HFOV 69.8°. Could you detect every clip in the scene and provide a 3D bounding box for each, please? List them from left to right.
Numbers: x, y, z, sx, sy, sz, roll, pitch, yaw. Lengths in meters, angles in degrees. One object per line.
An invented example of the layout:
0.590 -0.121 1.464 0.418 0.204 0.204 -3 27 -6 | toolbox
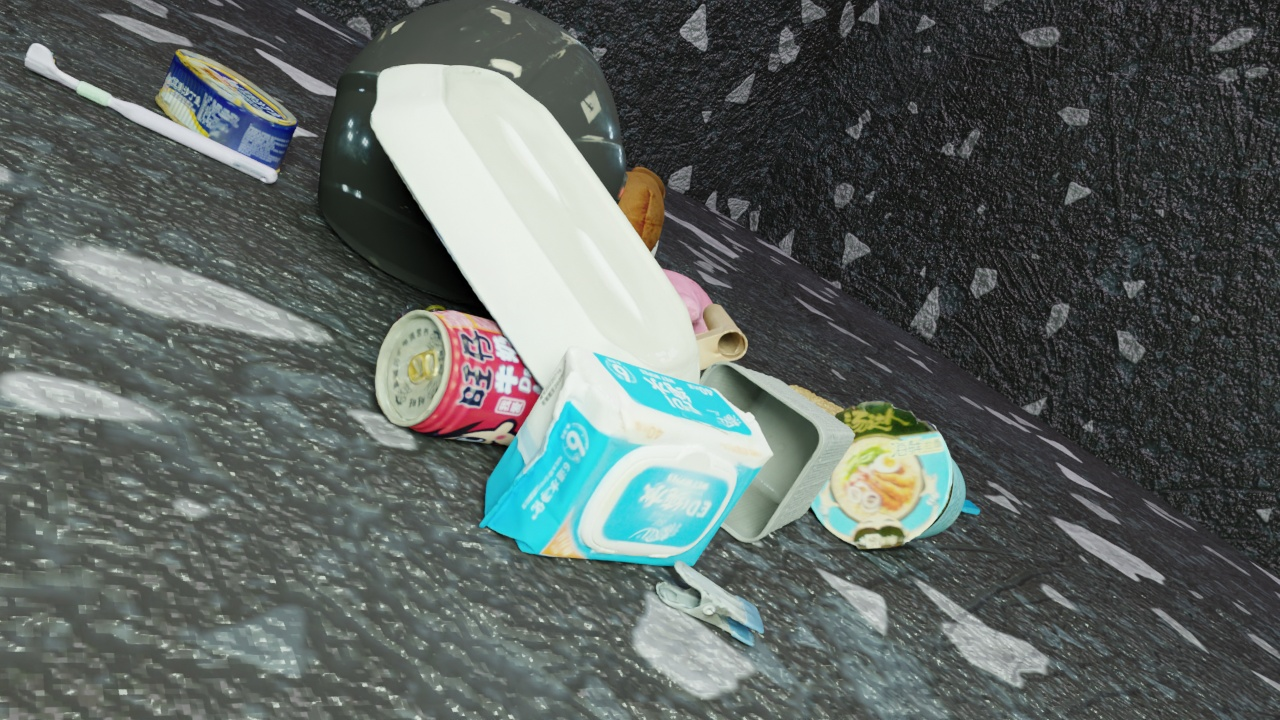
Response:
0.036 0.120 0.458 0.057 0.033 0.025 30 16 -12 | clip

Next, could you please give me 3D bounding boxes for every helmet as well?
-0.124 -0.174 0.738 0.233 0.231 0.273 29 53 -2 | helmet

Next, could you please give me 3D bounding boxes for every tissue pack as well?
-0.004 0.054 0.458 0.140 0.090 0.063 18 22 -42 | tissue pack

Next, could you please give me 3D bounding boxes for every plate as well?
-0.048 -0.075 0.536 0.265 0.034 0.161 56 29 7 | plate

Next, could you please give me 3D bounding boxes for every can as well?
-0.354 -0.214 0.784 0.148 0.049 0.074 37 15 29 | can
-0.086 0.011 0.494 0.093 0.066 0.066 14 21 -48 | can

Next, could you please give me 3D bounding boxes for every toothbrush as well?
-0.375 -0.187 0.714 0.189 0.029 0.021 27 54 -19 | toothbrush

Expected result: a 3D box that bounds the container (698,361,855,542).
0.084 0.060 0.626 0.090 0.090 0.114 37 13 24 | container

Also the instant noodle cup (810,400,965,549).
0.202 0.098 0.723 0.111 0.111 0.120 39 8 34 | instant noodle cup

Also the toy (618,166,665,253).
-0.074 -0.163 0.951 0.199 0.140 0.130 10 5 -8 | toy

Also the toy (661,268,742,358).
0.012 -0.053 0.910 0.195 0.074 0.178 25 -5 32 | toy

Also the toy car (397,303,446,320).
-0.105 -0.002 0.572 0.106 0.031 0.049 27 19 -35 | toy car

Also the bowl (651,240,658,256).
-0.029 -0.123 1.064 0.118 0.119 0.064 15 60 -47 | bowl

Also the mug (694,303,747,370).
0.009 -0.009 0.665 0.103 0.124 0.084 -101 172 -74 | mug

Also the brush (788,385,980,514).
0.242 0.098 0.932 0.254 0.046 0.083 30 9 -14 | brush
